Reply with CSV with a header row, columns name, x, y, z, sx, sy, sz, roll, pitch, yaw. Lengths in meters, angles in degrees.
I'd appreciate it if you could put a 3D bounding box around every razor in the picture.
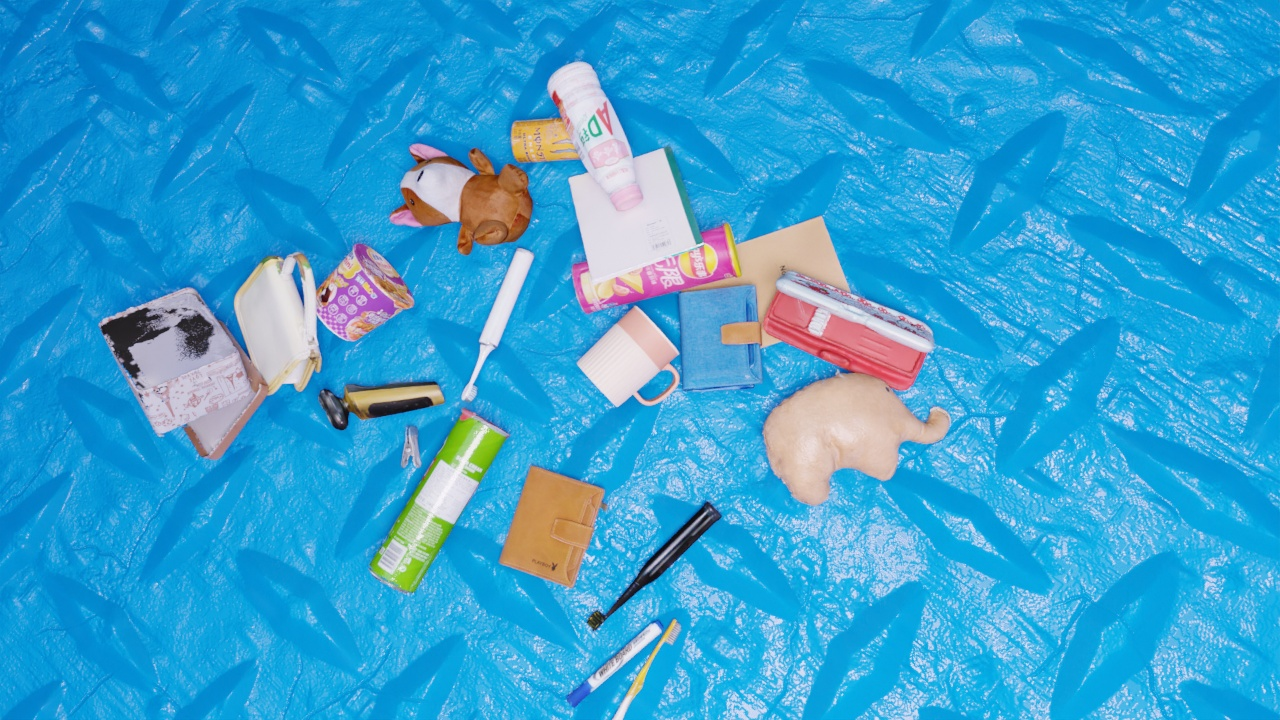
name,x,y,z,sx,sy,sz,roll,pitch,yaw
razor,-0.344,0.057,1.227,0.167,0.062,0.067,-8,43,2

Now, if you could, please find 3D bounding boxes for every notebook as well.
name,x,y,z,sx,sy,sz,roll,pitch,yaw
notebook,0.161,-0.092,1.199,0.208,0.008,0.147,-18,74,5
notebook,-0.010,-0.197,1.208,0.150,0.012,0.208,-18,49,5

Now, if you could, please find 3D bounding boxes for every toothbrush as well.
name,x,y,z,sx,sy,sz,roll,pitch,yaw
toothbrush,-0.195,-0.048,1.239,0.027,0.026,0.220,8,74,51
toothbrush,-0.004,0.398,1.104,0.018,0.016,0.191,31,83,6
toothbrush,0.015,0.256,1.130,0.212,0.026,0.027,-43,86,-2

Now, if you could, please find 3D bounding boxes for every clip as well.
name,x,y,z,sx,sy,sz,roll,pitch,yaw
clip,-0.303,0.115,1.219,0.028,0.024,0.056,-3,80,12

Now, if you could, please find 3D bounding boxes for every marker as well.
name,x,y,z,sx,sy,sz,roll,pitch,yaw
marker,-0.030,0.368,1.115,0.146,0.017,0.017,-40,74,-2

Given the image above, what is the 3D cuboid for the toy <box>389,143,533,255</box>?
name,x,y,z,sx,sy,sz,roll,pitch,yaw
toy,-0.249,-0.222,1.249,0.200,0.130,0.140,22,86,23

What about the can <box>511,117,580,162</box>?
name,x,y,z,sx,sy,sz,roll,pitch,yaw
can,-0.103,-0.307,1.270,0.146,0.058,0.058,-2,76,9

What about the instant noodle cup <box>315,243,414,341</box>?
name,x,y,z,sx,sy,sz,roll,pitch,yaw
instant noodle cup,-0.382,-0.087,1.243,0.099,0.111,0.111,-38,73,6

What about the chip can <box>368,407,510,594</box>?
name,x,y,z,sx,sy,sz,roll,pitch,yaw
chip can,-0.257,0.177,1.171,0.072,0.072,0.236,29,83,15

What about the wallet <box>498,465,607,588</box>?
name,x,y,z,sx,sy,sz,roll,pitch,yaw
wallet,-0.105,0.211,1.161,0.119,0.035,0.130,14,80,19

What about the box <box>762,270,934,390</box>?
name,x,y,z,sx,sy,sz,roll,pitch,yaw
box,0.254,-0.044,1.118,0.201,0.099,0.095,24,84,11

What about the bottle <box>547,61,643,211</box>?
name,x,y,z,sx,sy,sz,roll,pitch,yaw
bottle,-0.054,-0.290,1.197,0.068,0.068,0.197,-26,82,2

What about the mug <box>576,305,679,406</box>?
name,x,y,z,sx,sy,sz,roll,pitch,yaw
mug,-0.007,0.007,1.173,0.106,0.081,0.114,-43,103,-1

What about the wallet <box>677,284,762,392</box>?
name,x,y,z,sx,sy,sz,roll,pitch,yaw
wallet,0.102,-0.028,1.171,0.106,0.040,0.133,-5,76,13

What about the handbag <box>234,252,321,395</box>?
name,x,y,z,sx,sy,sz,roll,pitch,yaw
handbag,-0.467,-0.059,1.227,0.179,0.063,0.163,-38,70,39

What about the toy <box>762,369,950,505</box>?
name,x,y,z,sx,sy,sz,roll,pitch,yaw
toy,0.260,0.080,1.108,0.226,0.082,0.143,-20,90,2

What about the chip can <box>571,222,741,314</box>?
name,x,y,z,sx,sy,sz,roll,pitch,yaw
chip can,0.020,-0.118,1.189,0.211,0.071,0.071,-13,74,10

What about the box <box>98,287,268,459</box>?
name,x,y,z,sx,sy,sz,roll,pitch,yaw
box,-0.600,0.024,1.232,0.150,0.169,0.182,-26,49,-29
